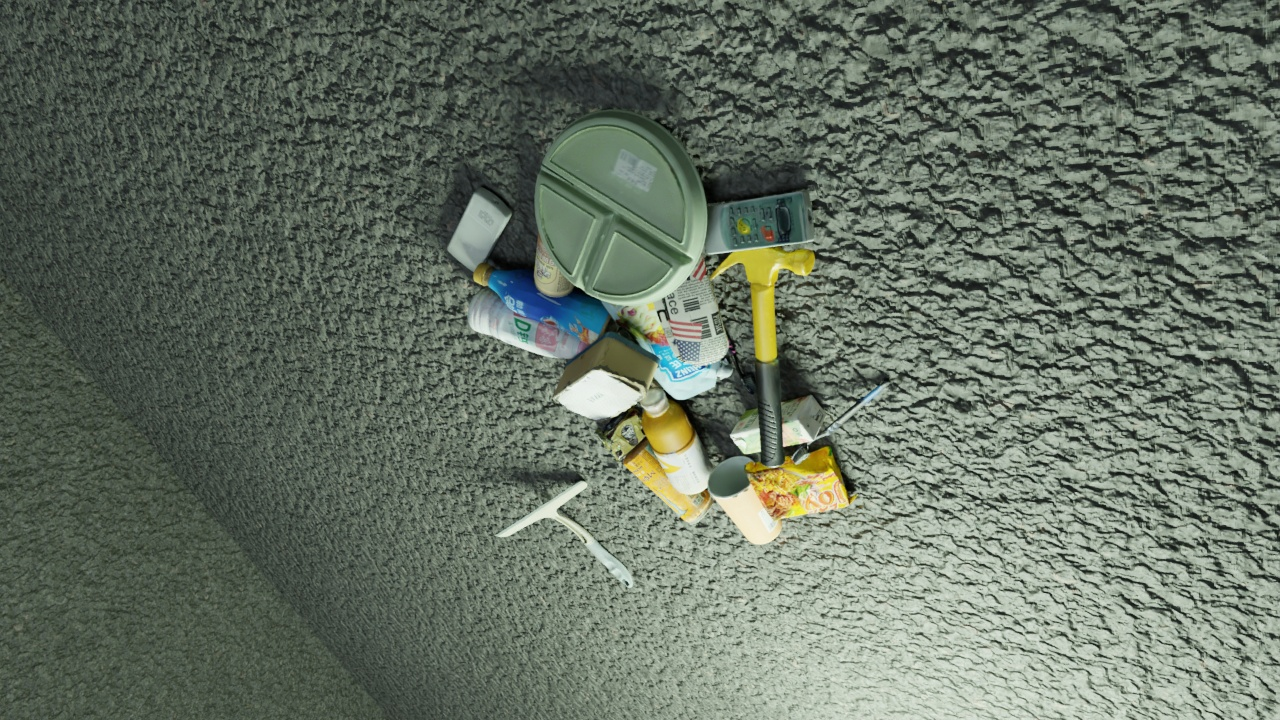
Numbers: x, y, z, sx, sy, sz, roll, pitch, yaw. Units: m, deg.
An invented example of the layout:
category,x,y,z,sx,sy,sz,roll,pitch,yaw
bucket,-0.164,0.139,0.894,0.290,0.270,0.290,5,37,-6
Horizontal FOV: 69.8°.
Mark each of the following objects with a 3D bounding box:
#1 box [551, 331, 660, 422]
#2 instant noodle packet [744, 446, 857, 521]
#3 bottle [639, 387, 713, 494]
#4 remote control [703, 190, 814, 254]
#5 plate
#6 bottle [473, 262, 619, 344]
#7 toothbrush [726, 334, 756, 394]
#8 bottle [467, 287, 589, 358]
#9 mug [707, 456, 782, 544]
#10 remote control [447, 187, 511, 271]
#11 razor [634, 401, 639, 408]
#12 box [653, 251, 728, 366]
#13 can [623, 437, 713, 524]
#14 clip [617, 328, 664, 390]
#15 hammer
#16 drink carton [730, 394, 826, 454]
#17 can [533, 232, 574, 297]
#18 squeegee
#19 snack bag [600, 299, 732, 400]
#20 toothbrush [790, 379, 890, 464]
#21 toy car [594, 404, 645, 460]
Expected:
category,x,y,z,sx,sy,sz,roll,pitch,yaw
box,-0.047,0.024,1.233,0.089,0.062,0.185,30,151,-18
instant noodle packet,0.221,0.171,1.257,0.129,0.044,0.111,-16,124,23
bottle,0.049,0.115,1.316,0.068,0.067,0.190,5,139,34
remote control,0.127,-0.152,1.018,0.135,0.019,0.056,-2,100,38
plate,-0.031,-0.172,1.064,0.230,0.027,0.230,11,114,27
bottle,-0.133,-0.085,1.268,0.219,0.065,0.065,24,140,17
toothbrush,0.111,-0.029,1.180,0.018,0.014,0.189,-12,121,32
bottle,-0.152,-0.045,1.320,0.197,0.068,0.068,21,139,18
mug,0.159,0.209,1.342,0.078,0.078,0.123,-3,132,40
remote control,-0.225,-0.180,1.275,0.058,0.021,0.150,40,142,-4
razor,-0.031,0.100,1.414,0.042,0.022,0.143,34,142,1
box,0.058,-0.074,1.111,0.087,0.075,0.162,-5,110,31
can,0.043,0.185,1.414,0.146,0.058,0.058,44,142,-8
clip,-0.005,0.005,1.283,0.100,0.072,0.035,43,143,-16
hammer,0.152,-0.003,1.110,0.129,0.032,0.301,13,123,36
drink carton,0.182,0.087,1.211,0.123,0.053,0.045,-21,116,48
can,-0.106,-0.141,1.194,0.058,0.058,0.117,28,141,11
squeegee,-0.099,0.336,1.696,0.246,0.039,0.247,43,125,-17
snack bag,0.037,-0.032,1.207,0.110,0.038,0.191,-26,112,25
toothbrush,0.250,0.080,1.157,0.014,0.016,0.190,12,139,-31
toy car,-0.022,0.108,1.344,0.042,0.070,0.158,44,173,18
